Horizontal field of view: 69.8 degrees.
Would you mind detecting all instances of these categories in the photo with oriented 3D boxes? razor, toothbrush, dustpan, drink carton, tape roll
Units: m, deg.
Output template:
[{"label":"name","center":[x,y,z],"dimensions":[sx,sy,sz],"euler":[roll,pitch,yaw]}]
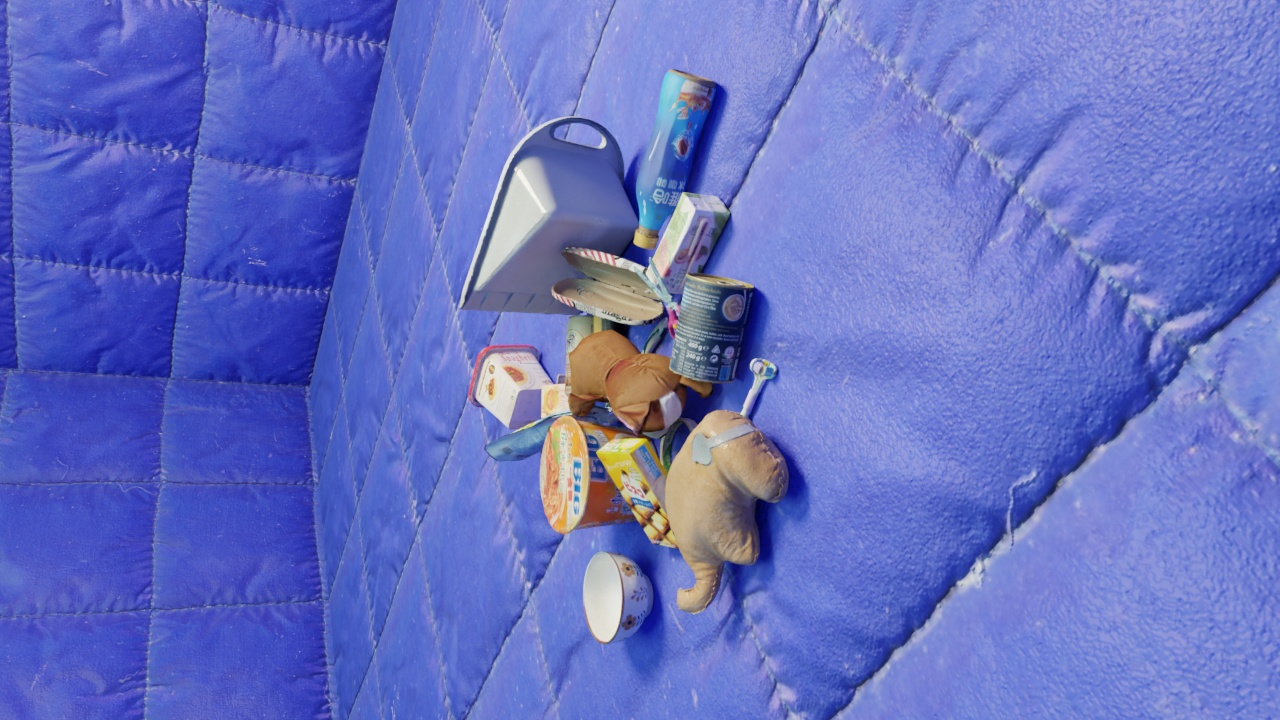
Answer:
[{"label":"razor","center":[-0.047,-0.038,1.275],"dimensions":[0.068,0.062,0.167],"euler":[2,94,30]},{"label":"toothbrush","center":[-0.007,0.007,1.227],"dimensions":[0.192,0.018,0.016],"euler":[-58,38,41]},{"label":"dustpan","center":[-0.121,-0.197,1.272],"dimensions":[0.259,0.222,0.142],"euler":[-43,60,37]},{"label":"drink carton","center":[0.056,-0.137,1.094],"dimensions":[0.123,0.053,0.045],"euler":[-63,38,35]},{"label":"tape roll","center":[0.050,0.112,1.109],"dimensions":[0.086,0.013,0.085],"euler":[-17,71,60]},{"label":"toothbrush","center":[0.104,0.082,1.008],"dimensions":[0.020,0.029,0.190],"euler":[-48,-20,-61]}]

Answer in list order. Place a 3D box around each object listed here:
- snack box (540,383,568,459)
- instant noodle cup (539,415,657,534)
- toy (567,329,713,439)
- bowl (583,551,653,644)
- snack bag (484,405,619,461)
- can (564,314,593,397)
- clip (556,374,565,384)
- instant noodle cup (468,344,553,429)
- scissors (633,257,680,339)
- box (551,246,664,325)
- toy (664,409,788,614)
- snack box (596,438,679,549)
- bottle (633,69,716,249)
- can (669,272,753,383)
[{"label":"snack box","center":[-0.112,0.111,1.364],"dimensions":[0.075,0.025,0.152],"euler":[-4,81,30]},{"label":"instant noodle cup","center":[-0.052,0.149,1.189],"dimensions":[0.152,0.111,0.151],"euler":[-16,72,60]},{"label":"toy","center":[-0.009,0.037,1.108],"dimensions":[0.200,0.140,0.130],"euler":[14,135,56]},{"label":"bowl","center":[-0.023,0.300,1.166],"dimensions":[0.114,0.062,0.113],"euler":[-18,69,59]},{"label":"snack bag","center":[-0.121,0.098,1.280],"dimensions":[0.191,0.110,0.038],"euler":[-25,62,34]},{"label":"can","center":[-0.078,-0.004,1.318],"dimensions":[0.059,0.058,0.116],"euler":[-10,78,61]},{"label":"clip","center":[-0.122,0.072,1.418],"dimensions":[0.072,0.034,0.100],"euler":[17,96,62]},{"label":"instant noodle cup","center":[-0.204,0.046,1.503],"dimensions":[0.124,0.116,0.117],"euler":[41,123,42]},{"label":"scissors","center":[0.042,-0.065,1.083],"dimensions":[0.113,0.017,0.134],"euler":[15,138,51]},{"label":"box","center":[-0.043,-0.087,1.193],"dimensions":[0.163,0.076,0.087],"euler":[18,75,26]},{"label":"toy","center":[0.077,0.160,0.980],"dimensions":[0.143,0.082,0.226],"euler":[48,129,46]},{"label":"snack box","center":[0.011,0.156,1.079],"dimensions":[0.140,0.033,0.087],"euler":[61,153,-11]},{"label":"bottle","center":[0.033,-0.245,1.140],"dimensions":[0.065,0.065,0.219],"euler":[49,128,53]},{"label":"can","center":[0.077,-0.035,1.016],"dimensions":[0.075,0.075,0.111],"euler":[31,114,59]}]
